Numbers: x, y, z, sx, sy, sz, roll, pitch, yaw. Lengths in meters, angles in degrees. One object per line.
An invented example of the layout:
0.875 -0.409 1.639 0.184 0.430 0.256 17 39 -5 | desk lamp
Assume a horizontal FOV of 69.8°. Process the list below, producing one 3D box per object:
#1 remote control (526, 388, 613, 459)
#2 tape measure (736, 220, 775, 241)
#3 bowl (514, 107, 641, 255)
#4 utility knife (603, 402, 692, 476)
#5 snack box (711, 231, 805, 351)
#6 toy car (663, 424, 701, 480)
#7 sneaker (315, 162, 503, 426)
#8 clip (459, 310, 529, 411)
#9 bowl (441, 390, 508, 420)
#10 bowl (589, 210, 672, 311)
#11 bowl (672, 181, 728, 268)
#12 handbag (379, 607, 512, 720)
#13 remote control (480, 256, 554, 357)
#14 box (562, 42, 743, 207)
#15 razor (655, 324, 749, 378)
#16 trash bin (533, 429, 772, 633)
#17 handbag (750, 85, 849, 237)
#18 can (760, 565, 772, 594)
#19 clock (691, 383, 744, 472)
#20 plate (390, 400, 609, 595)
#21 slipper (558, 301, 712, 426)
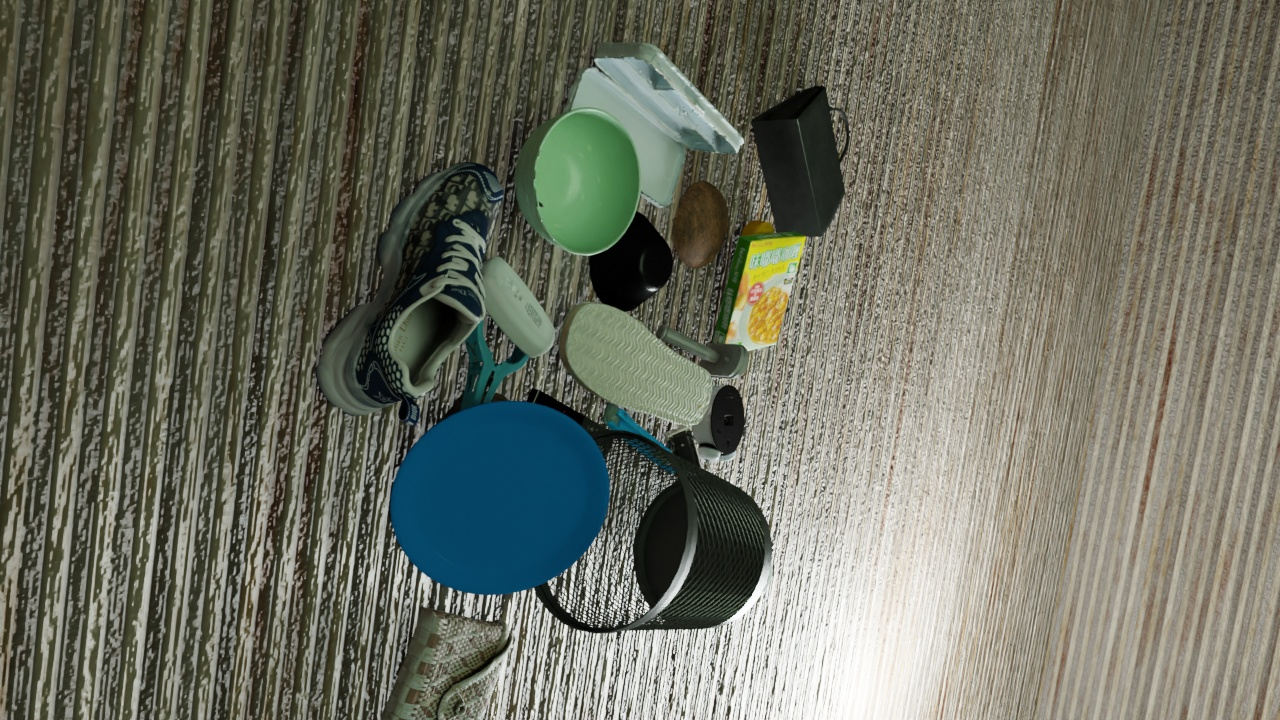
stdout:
-0.082 0.076 1.077 0.150 0.013 0.034 35 73 -46 | remote control
0.161 -0.166 1.275 0.068 0.030 0.059 27 80 -54 | tape measure
-0.076 -0.190 0.970 0.150 0.077 0.151 -14 110 -43 | bowl
0.026 0.119 1.176 0.031 0.015 0.220 -48 124 5 | utility knife
0.163 -0.092 1.270 0.131 0.027 0.168 -12 122 -46 | snack box
0.058 0.134 1.227 0.039 0.039 0.113 -22 118 -11 | toy car
-0.182 -0.064 0.843 0.103 0.133 0.269 41 67 -42 | sneaker
-0.151 0.003 0.965 0.120 0.033 0.122 -9 95 -57 | clip
-0.162 0.094 0.977 0.119 0.032 0.119 -14 109 -46 | bowl
0.001 -0.116 1.093 0.123 0.053 0.124 -14 109 -46 | bowl
0.087 -0.176 1.194 0.102 0.026 0.114 29 77 -47 | bowl
-0.211 0.361 0.977 0.124 0.047 0.185 30 77 -46 | handbag
-0.131 -0.054 0.956 0.114 0.028 0.060 53 28 -29 | remote control
0.022 -0.261 1.044 0.210 0.105 0.129 22 86 -48 | box
0.070 -0.017 1.191 0.116 0.088 0.047 25 80 -28 | razor
0.020 0.213 1.079 0.227 0.218 0.217 27 79 -52 | trash bin
0.257 -0.304 1.328 0.195 0.072 0.176 -45 129 -37 | handbag
0.124 0.277 1.296 0.140 0.088 0.087 50 63 -42 | can
0.106 0.092 1.256 0.094 0.035 0.122 6 86 -56 | clock
-0.144 0.141 0.951 0.224 0.024 0.225 -5 112 -14 | plate
-0.007 0.006 1.116 0.262 0.052 0.115 29 75 -43 | slipper
